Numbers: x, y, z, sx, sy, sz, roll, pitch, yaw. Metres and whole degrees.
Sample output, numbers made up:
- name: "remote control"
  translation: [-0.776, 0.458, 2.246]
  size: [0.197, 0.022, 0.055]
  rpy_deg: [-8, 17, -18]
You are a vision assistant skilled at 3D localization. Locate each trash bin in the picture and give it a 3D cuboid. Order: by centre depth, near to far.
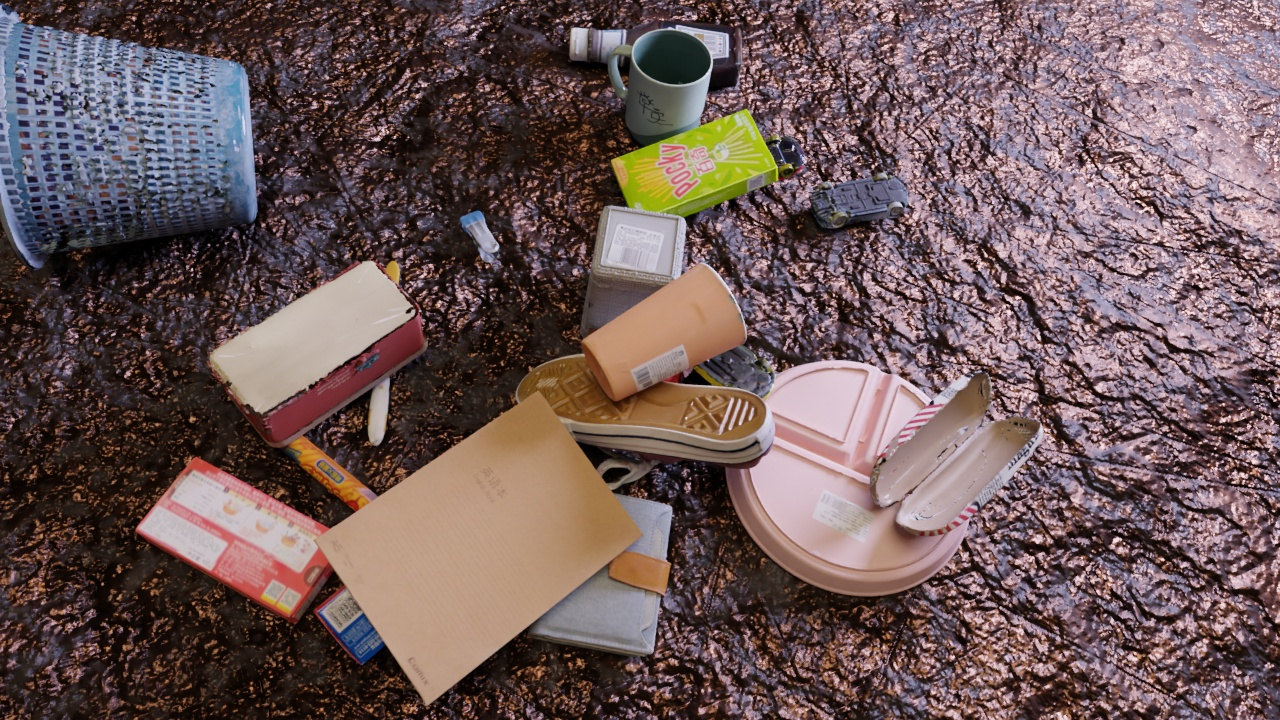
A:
- name: "trash bin"
  translation: [-0.459, -0.198, 0.840]
  size: [0.194, 0.227, 0.226]
  rpy_deg: [-4, 61, -22]

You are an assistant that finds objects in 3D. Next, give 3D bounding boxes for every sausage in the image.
- name: "sausage"
  translation: [-0.255, 0.106, 0.787]
  size: [0.165, 0.021, 0.021]
  rpy_deg: [35, 64, 13]

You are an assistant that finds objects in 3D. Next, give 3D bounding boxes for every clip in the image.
- name: "clip"
  translation: [-0.159, -0.124, 0.924]
  size: [0.025, 0.036, 0.058]
  rpy_deg: [-24, 62, -20]

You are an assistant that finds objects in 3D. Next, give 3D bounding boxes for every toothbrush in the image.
- name: "toothbrush"
  translation: [-0.238, -0.009, 0.856]
  size: [0.016, 0.018, 0.191]
  rpy_deg: [-1, 64, -4]

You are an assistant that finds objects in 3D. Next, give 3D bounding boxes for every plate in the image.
- name: "plate"
  translation: [0.192, 0.097, 0.832]
  size: [0.229, 0.028, 0.229]
  rpy_deg: [2, 62, -5]

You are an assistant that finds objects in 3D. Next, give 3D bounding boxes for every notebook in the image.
- name: "notebook"
  translation: [-0.122, 0.140, 0.721]
  size: [0.211, 0.012, 0.149]
  rpy_deg: [-34, 86, -22]

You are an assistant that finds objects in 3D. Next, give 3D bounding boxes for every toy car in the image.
- name: "toy car"
  translation: [0.079, 0.006, 0.863]
  size: [0.048, 0.032, 0.105]
  rpy_deg: [-39, 58, -23]
- name: "toy car"
  translation: [0.232, -0.168, 0.976]
  size: [0.105, 0.031, 0.049]
  rpy_deg: [-11, 64, -10]
- name: "toy car"
  translation: [0.124, -0.208, 0.985]
  size: [0.106, 0.031, 0.049]
  rpy_deg: [-18, 66, -2]

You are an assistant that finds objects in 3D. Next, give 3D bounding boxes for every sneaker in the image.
- name: "sneaker"
  translation: [0.002, 0.060, 0.802]
  size: [0.241, 0.088, 0.118]
  rpy_deg: [9, 46, 24]

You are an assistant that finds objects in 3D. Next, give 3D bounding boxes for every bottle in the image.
- name: "bottle"
  translation: [0.017, -0.354, 1.050]
  size: [0.195, 0.044, 0.079]
  rpy_deg: [4, 61, -3]

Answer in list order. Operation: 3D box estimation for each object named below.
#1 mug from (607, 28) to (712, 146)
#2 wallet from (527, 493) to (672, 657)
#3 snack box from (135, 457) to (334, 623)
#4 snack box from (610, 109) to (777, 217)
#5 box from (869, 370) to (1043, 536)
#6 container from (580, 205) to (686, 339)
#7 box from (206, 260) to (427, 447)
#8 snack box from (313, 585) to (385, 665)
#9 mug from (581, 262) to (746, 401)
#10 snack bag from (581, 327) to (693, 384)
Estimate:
- name: "mug"
  translation: [0.015, -0.289, 0.977]
  size: [0.112, 0.106, 0.082]
  rpy_deg: [27, 63, 8]
- name: "wallet"
  translation: [-0.029, 0.173, 0.764]
  size: [0.106, 0.037, 0.129]
  rpy_deg: [10, 61, 1]
- name: "snack box"
  translation: [-0.326, 0.147, 0.756]
  size: [0.153, 0.025, 0.075]
  rpy_deg: [26, 61, 8]
- name: "snack box"
  translation: [0.055, -0.198, 0.957]
  size: [0.156, 0.026, 0.085]
  rpy_deg: [-20, 64, 1]
- name: "box"
  translation: [0.275, 0.082, 0.788]
  size: [0.162, 0.076, 0.087]
  rpy_deg: [-37, 44, -25]
- name: "container"
  translation: [-0.005, -0.078, 0.857]
  size: [0.090, 0.114, 0.090]
  rpy_deg: [8, 61, -2]
- name: "box"
  translation: [-0.278, -0.014, 0.795]
  size: [0.168, 0.078, 0.091]
  rpy_deg: [-38, 70, -24]
- name: "snack box"
  translation: [-0.161, 0.151, 0.743]
  size: [0.207, 0.058, 0.057]
  rpy_deg: [-41, 94, -23]
- name: "mug"
  translation: [0.017, -0.019, 0.767]
  size: [0.122, 0.078, 0.078]
  rpy_deg: [-30, 68, -11]
- name: "snack bag"
  translation: [-0.005, 0.005, 0.859]
  size: [0.105, 0.045, 0.026]
  rpy_deg: [19, 18, 5]
